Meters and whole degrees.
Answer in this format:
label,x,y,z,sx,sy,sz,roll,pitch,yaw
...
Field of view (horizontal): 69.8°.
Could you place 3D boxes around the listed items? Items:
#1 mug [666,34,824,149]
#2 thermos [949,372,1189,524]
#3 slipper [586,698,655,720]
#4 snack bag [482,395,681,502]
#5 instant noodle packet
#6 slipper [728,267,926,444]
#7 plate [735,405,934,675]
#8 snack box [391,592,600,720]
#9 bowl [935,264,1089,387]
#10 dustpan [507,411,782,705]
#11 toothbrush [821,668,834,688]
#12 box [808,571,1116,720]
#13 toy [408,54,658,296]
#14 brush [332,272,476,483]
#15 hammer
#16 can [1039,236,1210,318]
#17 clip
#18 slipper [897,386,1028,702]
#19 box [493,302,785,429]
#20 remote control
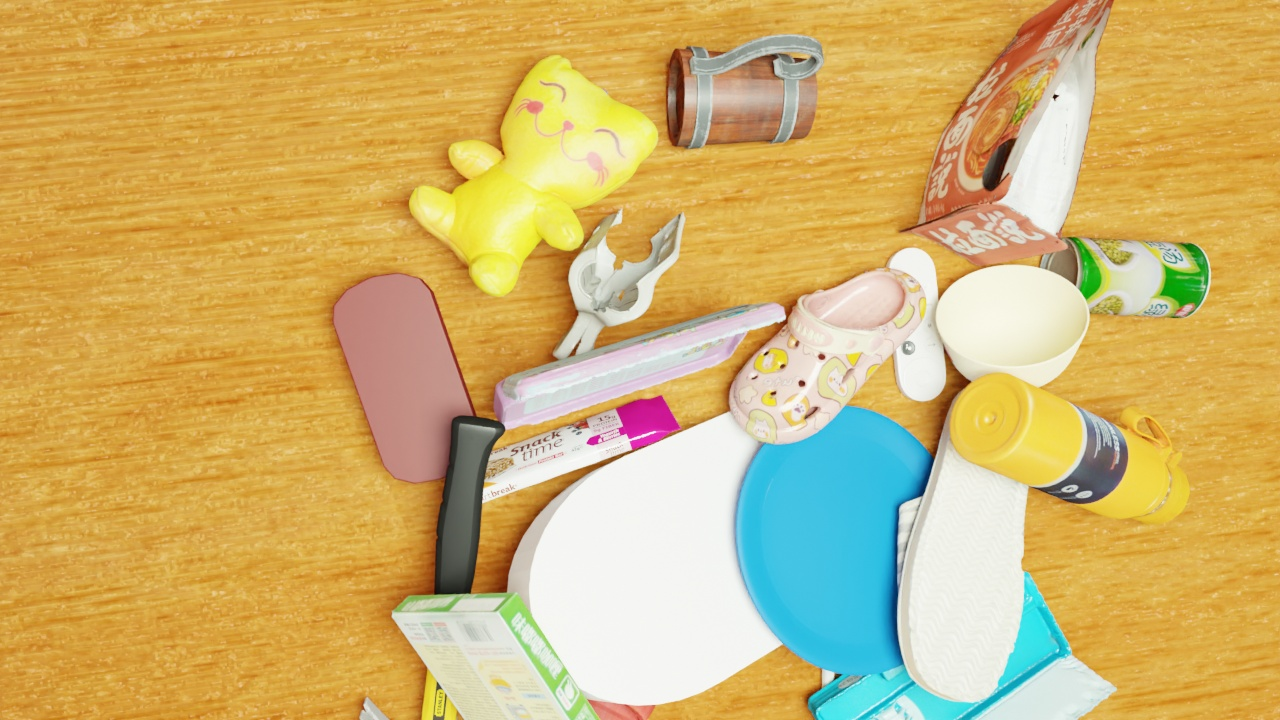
label,x,y,z,sx,sy,sz,roll,pitch,yaw
mug,0.086,-0.224,0.749,0.111,0.117,0.081,-2,73,-9
thermos,0.369,0.076,0.759,0.232,0.076,0.092,21,133,-27
slipper,-0.002,0.222,0.777,0.103,0.059,0.248,24,88,-5
snack bag,-0.067,0.074,0.765,0.196,0.070,0.016,-19,113,-4
instant noodle packet,0.312,-0.197,0.743,0.084,0.164,0.221,22,90,-3
slipper,0.149,-0.020,0.762,0.197,0.093,0.081,-41,137,-8
plate,0.177,0.151,0.785,0.224,0.024,0.224,5,76,-21
snack box,-0.100,0.246,0.689,0.027,0.132,0.168,-46,113,-45
bowl,0.316,-0.015,0.787,0.118,0.118,0.074,-26,135,-4
dustpan,0.020,0.169,0.753,0.257,0.053,0.191,-20,84,-30
toothbrush,0.167,0.229,0.812,0.012,0.017,0.187,-1,92,-15
box,0.281,0.303,0.787,0.227,0.087,0.168,-31,59,-8
toy,-0.083,-0.143,0.750,0.134,0.087,0.193,39,84,13
brush,-0.191,0.014,0.764,0.082,0.042,0.173,-19,93,-4
hammer,-0.152,0.197,0.737,0.127,0.029,0.324,7,106,-6
can,0.423,-0.073,0.803,0.121,0.067,0.067,2,91,-5
clip,-0.032,-0.068,0.743,0.152,0.126,0.105,-38,102,20
slipper,0.277,0.148,0.782,0.114,0.054,0.272,22,70,-13
box,-0.005,0.001,0.708,0.214,0.151,0.040,-17,85,-18
remote control,0.244,-0.032,0.816,0.043,0.013,0.136,-7,92,-5
